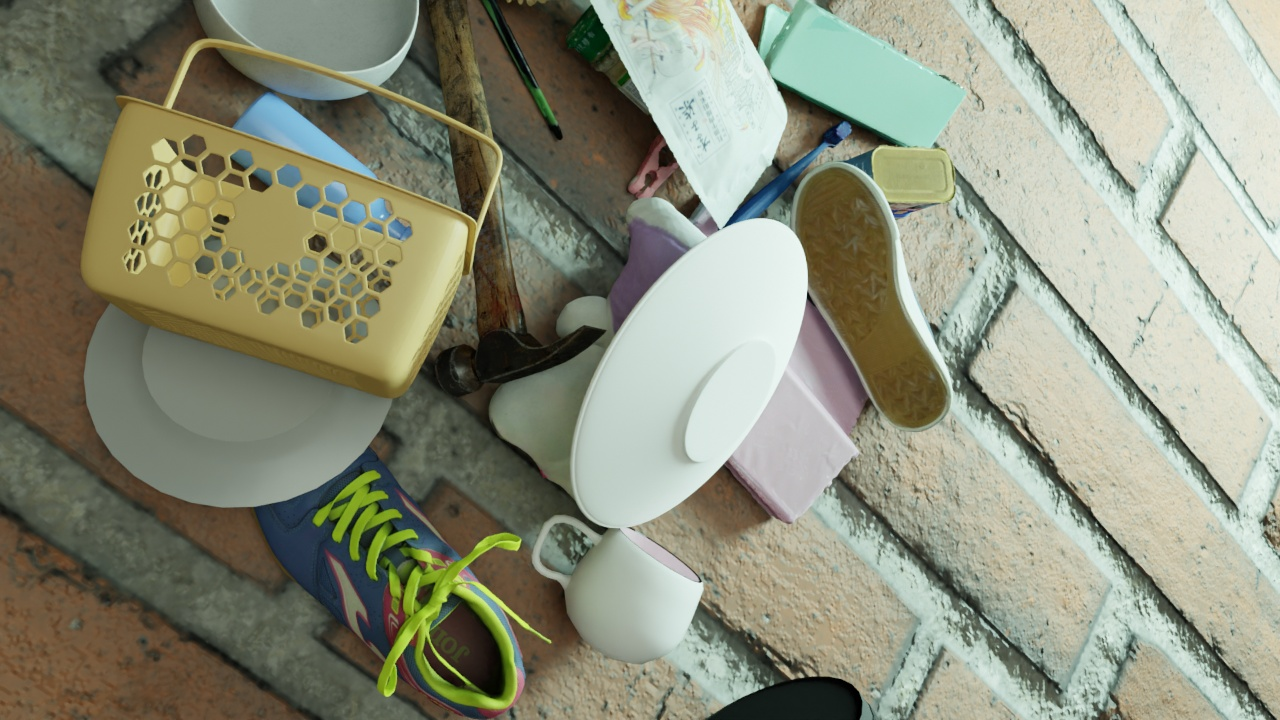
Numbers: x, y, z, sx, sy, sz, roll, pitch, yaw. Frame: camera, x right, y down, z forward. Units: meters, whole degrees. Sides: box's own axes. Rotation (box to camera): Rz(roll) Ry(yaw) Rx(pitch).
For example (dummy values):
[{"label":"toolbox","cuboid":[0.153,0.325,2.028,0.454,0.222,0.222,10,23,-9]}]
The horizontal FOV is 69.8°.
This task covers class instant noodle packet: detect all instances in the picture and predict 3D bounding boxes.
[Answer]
[{"label":"instant noodle packet","cuboid":[0.032,-0.245,0.667,0.269,0.057,0.146,55,54,-30]}]

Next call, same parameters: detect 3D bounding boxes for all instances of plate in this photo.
[{"label":"plate","cuboid":[0.048,0.020,0.596,0.228,0.030,0.230,-35,143,-32]},{"label":"plate","cuboid":[-0.233,-0.001,0.543,0.172,0.019,0.172,6,67,-15]}]

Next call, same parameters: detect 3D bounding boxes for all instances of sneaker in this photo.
[{"label":"sneaker","cuboid":[0.195,-0.054,0.780,0.235,0.088,0.079,66,20,-4]},{"label":"sneaker","cuboid":[-0.150,0.119,0.567,0.116,0.091,0.242,-41,103,-22]}]

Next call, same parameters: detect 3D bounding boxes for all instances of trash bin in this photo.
[{"label":"trash bin","cuboid":[0.134,0.373,0.636,0.216,0.217,0.243,-27,92,-27]}]

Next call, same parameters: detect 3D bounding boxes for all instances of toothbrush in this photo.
[{"label":"toothbrush","cuboid":[-0.101,-0.247,0.669,0.017,0.014,0.188,-36,102,-34]},{"label":"toothbrush","cuboid":[0.123,-0.152,0.759,0.016,0.017,0.189,52,56,-7]}]

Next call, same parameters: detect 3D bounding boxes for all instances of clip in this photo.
[{"label":"clip","cuboid":[0.009,-0.151,0.714,0.035,0.022,0.057,43,70,-22]}]

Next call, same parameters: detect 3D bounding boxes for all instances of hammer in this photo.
[{"label":"hammer","cuboid":[-0.106,-0.149,0.610,0.033,0.120,0.330,5,71,-61]}]

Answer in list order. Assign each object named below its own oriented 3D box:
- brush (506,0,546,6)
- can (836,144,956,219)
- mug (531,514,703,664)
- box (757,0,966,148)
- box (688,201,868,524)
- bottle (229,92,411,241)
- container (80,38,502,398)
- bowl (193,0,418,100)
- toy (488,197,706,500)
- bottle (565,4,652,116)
[{"label":"brush","cuboid":[0.001,-0.309,0.707,0.271,0.062,0.077,-12,68,-32]},{"label":"can","cuboid":[0.221,-0.156,0.804,0.099,0.059,0.054,-5,88,-28]},{"label":"mug","cuboid":[-0.021,0.156,0.636,0.124,0.090,0.076,33,89,-3]},{"label":"box","cuboid":[0.186,-0.253,0.813,0.188,0.079,0.078,16,119,-26]},{"label":"box","cuboid":[0.095,-0.007,0.730,0.233,0.055,0.179,46,66,-17]},{"label":"bottle","cuboid":[-0.196,-0.110,0.588,0.131,0.048,0.048,39,69,-19]},{"label":"container","cuboid":[-0.183,-0.083,0.505,0.183,0.129,0.166,19,77,-9]},{"label":"bowl","cuboid":[-0.211,-0.224,0.576,0.131,0.065,0.131,8,73,-29]},{"label":"toy","cuboid":[-0.004,0.004,0.631,0.137,0.085,0.209,34,95,-17]},{"label":"bottle","cuboid":[-0.004,-0.223,0.702,0.110,0.043,0.042,38,70,-20]}]
